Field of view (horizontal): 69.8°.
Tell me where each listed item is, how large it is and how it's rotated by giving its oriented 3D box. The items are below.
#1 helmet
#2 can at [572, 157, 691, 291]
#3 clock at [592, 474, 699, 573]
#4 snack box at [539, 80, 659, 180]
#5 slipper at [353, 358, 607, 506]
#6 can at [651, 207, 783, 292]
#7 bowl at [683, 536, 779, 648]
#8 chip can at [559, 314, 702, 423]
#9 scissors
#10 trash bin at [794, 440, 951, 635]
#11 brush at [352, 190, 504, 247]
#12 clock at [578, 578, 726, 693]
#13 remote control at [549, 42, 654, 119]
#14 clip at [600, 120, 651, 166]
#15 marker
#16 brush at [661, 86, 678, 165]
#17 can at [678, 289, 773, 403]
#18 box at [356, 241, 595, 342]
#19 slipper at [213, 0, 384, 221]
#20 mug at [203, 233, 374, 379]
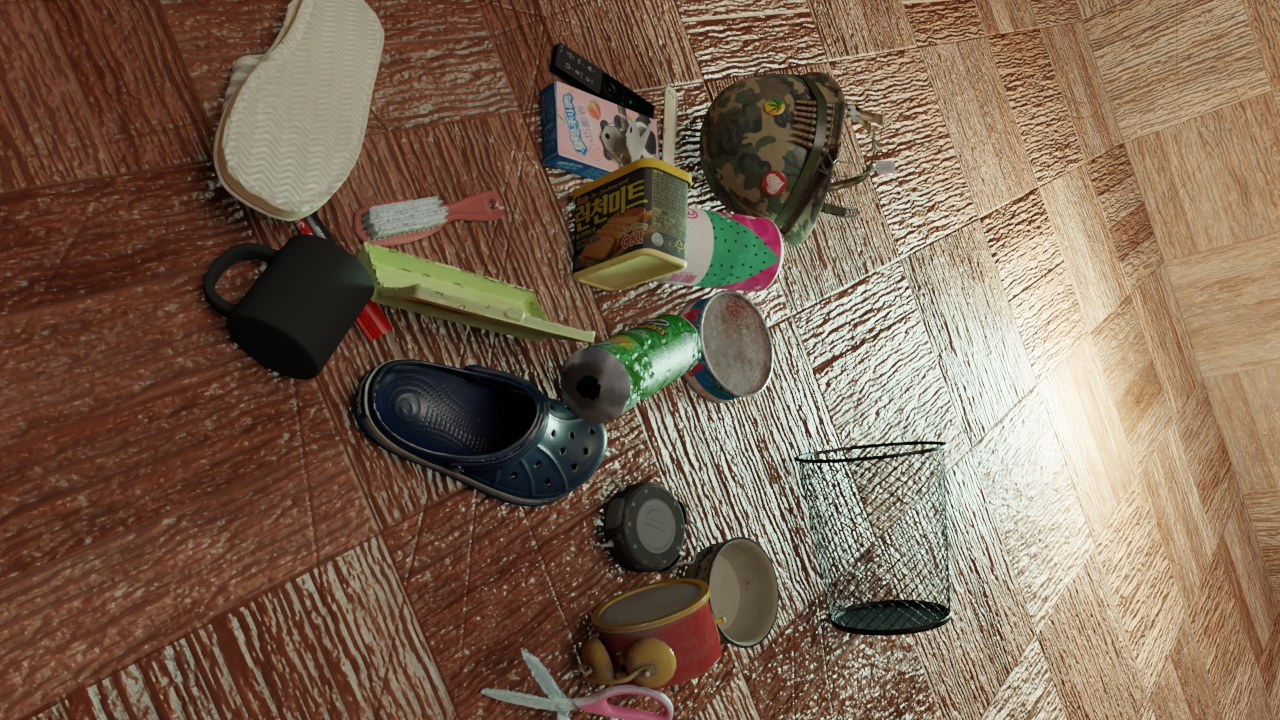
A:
[{"bbox_3d":[0.193,-0.250,1.141,0.236,0.193,0.224,-7,68,-18],"label":"helmet"},{"bbox_3d":[-0.011,-0.139,0.965,0.072,0.131,0.101,14,71,-41],"label":"can"},{"bbox_3d":[0.005,0.175,0.950,0.122,0.044,0.091,31,58,-34],"label":"clock"},{"bbox_3d":[-0.043,-0.247,1.032,0.154,0.033,0.088,9,72,-42],"label":"snack box"},{"bbox_3d":[-0.128,0.064,0.822,0.252,0.095,0.105,20,63,-35],"label":"slipper"},{"bbox_3d":[0.078,-0.128,1.055,0.165,0.088,0.088,3,76,-27],"label":"can"},{"bbox_3d":[0.091,0.253,0.999,0.115,0.059,0.115,14,69,-41],"label":"bowl"},{"bbox_3d":[-0.005,0.004,0.918,0.222,0.076,0.075,-26,97,-66],"label":"chip can"},{"bbox_3d":[-0.060,0.322,0.817,0.170,0.168,0.014,9,28,-3],"label":"scissors"},{"bbox_3d":[0.295,0.215,1.131,0.183,0.184,0.210,-4,87,-44],"label":"trash bin"},{"bbox_3d":[-0.189,-0.139,0.865,0.171,0.030,0.041,-22,94,-45],"label":"brush"},{"bbox_3d":[0.010,0.275,0.874,0.158,0.117,0.081,-19,95,-52],"label":"clock"},{"bbox_3d":[-0.042,-0.316,1.068,0.150,0.013,0.034,24,63,-37],"label":"remote control"},{"bbox_3d":[-0.012,-0.239,1.015,0.054,0.041,0.101,46,50,-42],"label":"clip"},{"bbox_3d":[-0.263,-0.083,0.784,0.023,0.021,0.145,-34,104,-13],"label":"marker"},{"bbox_3d":[0.033,-0.244,1.122,0.033,0.012,0.217,22,63,-38],"label":"brush"},{"bbox_3d":[0.101,-0.016,1.096,0.129,0.044,0.129,14,69,-41],"label":"can"},{"bbox_3d":[-0.149,-0.050,0.823,0.187,0.141,0.048,14,100,-42],"label":"box"},{"bbox_3d":[-0.285,-0.226,0.780,0.114,0.054,0.272,32,48,-30],"label":"slipper"},{"bbox_3d":[-0.283,-0.050,0.725,0.113,0.078,0.087,27,57,-5],"label":"mug"}]
